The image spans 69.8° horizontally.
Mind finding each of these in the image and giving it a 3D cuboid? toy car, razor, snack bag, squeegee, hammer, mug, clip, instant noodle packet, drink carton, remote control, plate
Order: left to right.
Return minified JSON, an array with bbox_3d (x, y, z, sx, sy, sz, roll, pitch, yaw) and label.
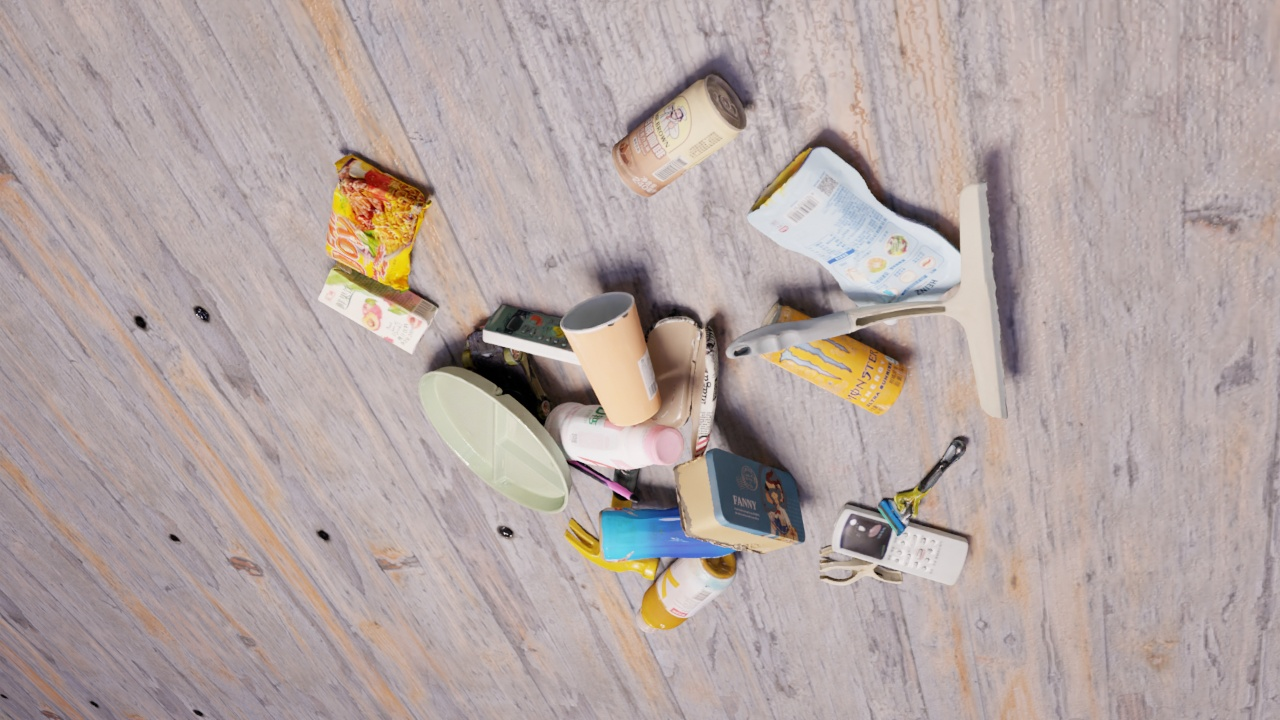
[{"bbox_3d":[-0.286,-0.143,0.979,0.111,0.044,0.129,29,132,1],"label":"instant noodle packet"},{"bbox_3d":[-0.296,-0.065,1.042,0.122,0.045,0.054,31,125,-7],"label":"drink carton"},{"bbox_3d":[-0.170,0.094,1.088,0.230,0.027,0.231,29,147,21],"label":"plate"},{"bbox_3d":[-0.151,0.026,1.067,0.070,0.042,0.158,-5,126,24],"label":"toy car"},{"bbox_3d":[-0.100,-0.027,0.997,0.135,0.056,0.019,14,128,9],"label":"remote control"},{"bbox_3d":[-0.024,0.001,0.935,0.078,0.078,0.123,-8,119,25],"label":"mug"},{"bbox_3d":[-0.022,0.162,1.138,0.129,0.032,0.301,15,131,6],"label":"hammer"},{"bbox_3d":[0.201,-0.034,0.853,0.247,0.039,0.247,-10,122,15],"label":"squeegee"},{"bbox_3d":[0.200,-0.108,0.839,0.191,0.038,0.111,34,128,-12],"label":"snack bag"},{"bbox_3d":[0.266,0.247,1.107,0.100,0.034,0.072,-5,125,12],"label":"clip"},{"bbox_3d":[0.298,0.213,1.060,0.150,0.021,0.058,15,105,7],"label":"remote control"},{"bbox_3d":[0.313,0.134,1.005,0.042,0.022,0.143,56,136,31],"label":"razor"}]

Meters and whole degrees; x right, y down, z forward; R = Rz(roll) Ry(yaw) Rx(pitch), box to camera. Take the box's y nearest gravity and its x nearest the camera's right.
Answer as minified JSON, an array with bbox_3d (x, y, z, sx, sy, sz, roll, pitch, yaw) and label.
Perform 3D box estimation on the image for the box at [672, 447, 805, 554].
[{"bbox_3d":[0.106,0.156,1.005,0.063,0.089,0.184,-25,151,31],"label":"box"}]

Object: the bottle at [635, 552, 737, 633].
[{"bbox_3d":[0.053,0.302,1.199,0.068,0.067,0.190,32,131,-7],"label":"bottle"}]

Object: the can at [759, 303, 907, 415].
[{"bbox_3d":[0.189,-0.001,0.915,0.146,0.058,0.058,26,131,-2],"label":"can"}]

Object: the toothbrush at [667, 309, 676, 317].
[{"bbox_3d":[-0.006,0.006,1.019,0.016,0.014,0.190,43,131,11],"label":"toothbrush"}]

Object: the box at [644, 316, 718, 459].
[{"bbox_3d":[0.046,0.034,0.976,0.075,0.086,0.162,-10,128,-21],"label":"box"}]

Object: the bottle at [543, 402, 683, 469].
[{"bbox_3d":[-0.030,0.085,1.001,0.197,0.068,0.068,3,134,53],"label":"bottle"}]

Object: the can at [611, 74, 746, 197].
[{"bbox_3d":[0.032,-0.197,0.812,0.117,0.058,0.058,-30,113,35],"label":"can"}]

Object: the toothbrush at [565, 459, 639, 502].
[{"bbox_3d":[-0.081,0.124,1.110,0.189,0.014,0.018,29,145,17],"label":"toothbrush"}]

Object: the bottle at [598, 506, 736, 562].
[{"bbox_3d":[0.060,0.206,1.101,0.218,0.065,0.065,-2,129,-1],"label":"bottle"}]
